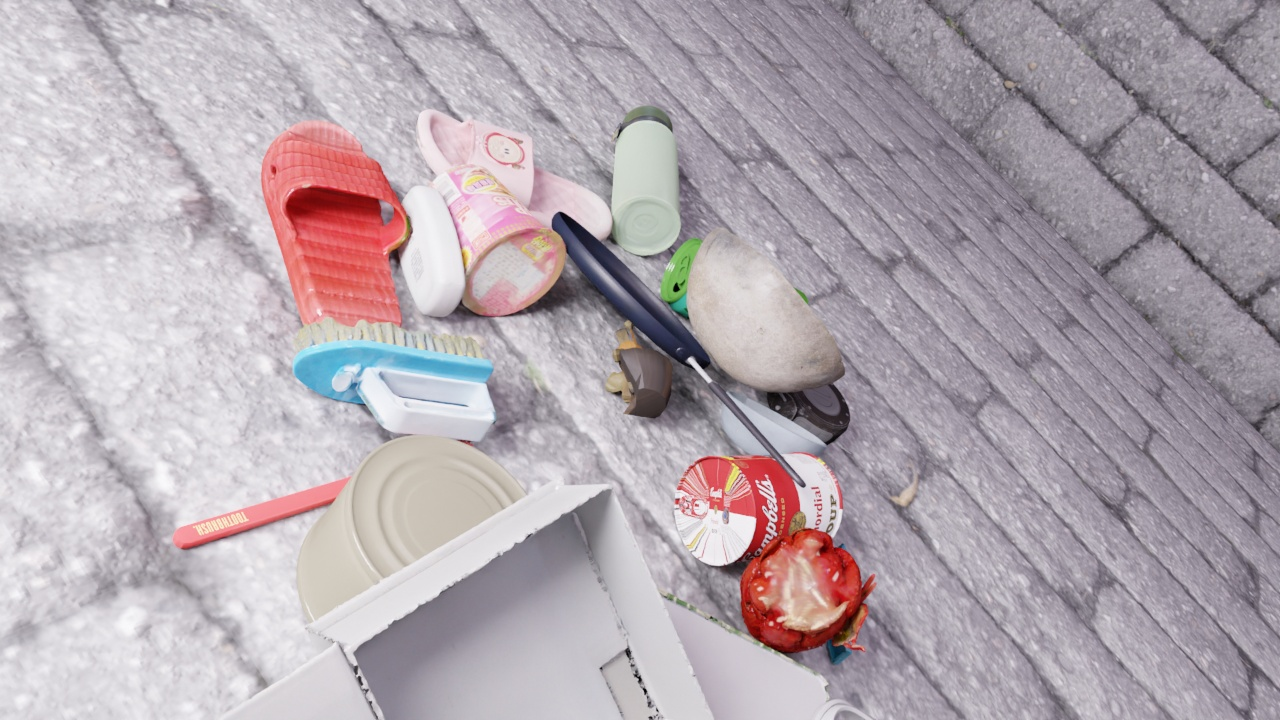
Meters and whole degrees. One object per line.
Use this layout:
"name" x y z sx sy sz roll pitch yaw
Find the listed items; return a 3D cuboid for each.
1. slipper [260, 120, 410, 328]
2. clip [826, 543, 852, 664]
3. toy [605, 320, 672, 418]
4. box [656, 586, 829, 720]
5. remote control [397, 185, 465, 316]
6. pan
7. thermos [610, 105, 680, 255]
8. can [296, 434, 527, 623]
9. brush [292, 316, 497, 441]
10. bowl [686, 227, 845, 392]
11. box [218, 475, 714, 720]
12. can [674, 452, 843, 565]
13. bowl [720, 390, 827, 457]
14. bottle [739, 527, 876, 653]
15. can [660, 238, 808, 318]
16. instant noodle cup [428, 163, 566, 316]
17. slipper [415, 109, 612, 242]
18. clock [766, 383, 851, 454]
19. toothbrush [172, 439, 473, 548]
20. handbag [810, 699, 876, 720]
"slipper" -0.231 -0.112 0.713 0.103 0.059 0.248 11 45 -39
"clip" 0.146 0.188 0.790 0.102 0.027 0.119 43 33 -3
"toy" -0.005 0.005 0.816 0.076 0.062 0.100 63 7 -49
"box" 0.039 0.228 0.612 0.205 0.051 0.117 31 31 -17
"remote control" -0.171 -0.088 0.744 0.028 0.060 0.114 5 49 -40
"pan" 0.030 -0.013 0.808 0.356 0.021 0.198 50 9 35
"thermos" 0.003 -0.218 1.060 0.082 0.083 0.230 27 36 -21
"can" -0.128 0.115 0.544 0.127 0.073 0.127 27 36 -22
"brush" -0.170 0.015 0.633 0.135 0.055 0.075 11 39 -37
"bowl" 0.096 -0.030 0.842 0.178 0.081 0.178 50 -5 6
"box" -0.117 0.202 0.398 0.367 0.099 0.166 -30 100 -41
"can" 0.099 0.120 0.759 0.116 0.087 0.086 4 49 -43
"bowl" 0.118 0.070 0.858 0.106 0.039 0.106 28 6 -3
"bottle" 0.124 0.175 0.680 0.099 0.111 0.098 0 62 -1
"can" 0.100 -0.066 0.977 0.144 0.083 0.082 26 36 -23
"instant noodle cup" -0.132 -0.109 0.789 0.097 0.098 0.108 -1 45 -46
"slipper" -0.120 -0.180 0.909 0.221 0.056 0.106 24 39 -27
"clock" 0.168 0.046 0.955 0.122 0.044 0.091 27 36 -22
"toothbrush" -0.186 0.078 0.578 0.212 0.018 0.012 -14 62 -52
"handbag" 0.150 0.317 0.542 0.215 0.096 0.222 -4 70 -48
